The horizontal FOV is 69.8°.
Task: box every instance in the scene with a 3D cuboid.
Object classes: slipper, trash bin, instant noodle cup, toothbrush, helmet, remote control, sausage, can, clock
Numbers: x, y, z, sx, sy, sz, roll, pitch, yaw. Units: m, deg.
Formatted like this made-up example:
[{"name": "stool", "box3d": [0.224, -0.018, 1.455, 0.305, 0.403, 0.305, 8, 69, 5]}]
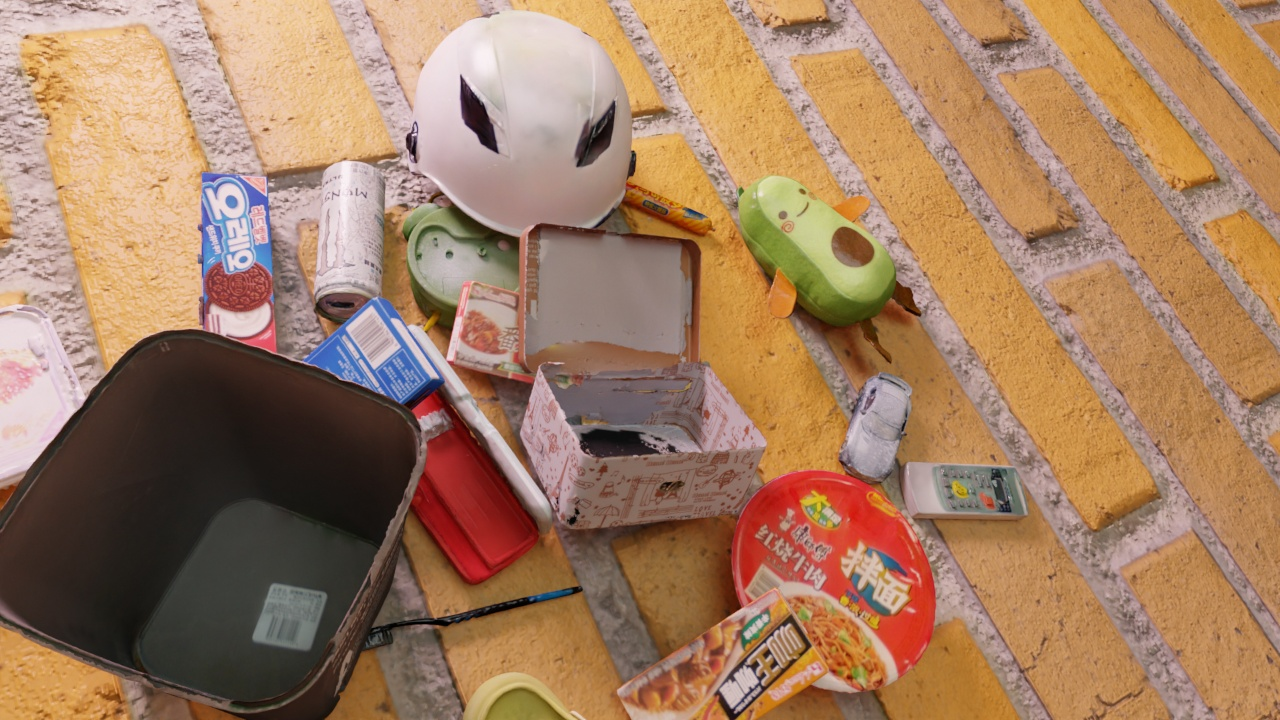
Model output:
[{"name": "slipper", "box3d": [-0.052, 0.305, 0.663, 0.190, 0.082, 0.091, 43, 60, 11]}, {"name": "trash bin", "box3d": [-0.254, 0.132, 0.597, 0.198, 0.220, 0.198, 20, 56, 1]}, {"name": "instant noodle cup", "box3d": [-0.499, 0.049, 0.664, 0.173, 0.060, 0.138, -24, 72, -28]}, {"name": "toothbrush", "box3d": [-0.134, 0.204, 0.731, 0.189, 0.014, 0.016, -7, 65, -23]}, {"name": "helmet", "box3d": [-0.105, -0.247, 0.885, 0.229, 0.146, 0.258, 5, 41, -15]}, {"name": "remote control", "box3d": [0.327, 0.132, 0.928, 0.135, 0.019, 0.056, 5, 61, -17]}, {"name": "sausage", "box3d": [0.006, -0.173, 0.988, 0.165, 0.022, 0.021, 22, 57, -6]}, {"name": "can", "box3d": [-0.263, -0.108, 0.836, 0.058, 0.058, 0.146, 3, 61, -18]}, {"name": "instant noodle cup", "box3d": [0.158, 0.196, 0.806, 0.193, 0.066, 0.193, 9, 59, -15]}, {"name": "clock", "box3d": [-0.164, -0.098, 0.866, 0.116, 0.056, 0.161, -1, 62, -20]}]

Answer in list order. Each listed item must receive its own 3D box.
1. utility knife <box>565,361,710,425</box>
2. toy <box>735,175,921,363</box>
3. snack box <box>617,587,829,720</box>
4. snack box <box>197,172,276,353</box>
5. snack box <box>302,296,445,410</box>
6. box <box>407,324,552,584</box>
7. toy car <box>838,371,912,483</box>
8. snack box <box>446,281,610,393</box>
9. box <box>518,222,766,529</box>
[{"name": "utility knife", "box3d": [-0.009, 0.040, 0.862, 0.194, 0.020, 0.031, -18, 76, -32]}, {"name": "toy", "box3d": [0.198, -0.108, 0.979, 0.247, 0.090, 0.226, 40, 50, 2]}, {"name": "snack box", "box3d": [0.064, 0.251, 0.720, 0.154, 0.026, 0.075, -34, 75, 3]}, {"name": "snack box", "box3d": [-0.345, -0.064, 0.784, 0.058, 0.057, 0.207, -2, 62, -24]}, {"name": "snack box", "box3d": [-0.239, 0.032, 0.731, 0.157, 0.026, 0.084, -39, 77, 8]}, {"name": "box", "box3d": [-0.152, 0.071, 0.747, 0.095, 0.102, 0.201, -30, 74, -31]}, {"name": "toy car", "box3d": [0.240, 0.067, 0.926, 0.054, 0.037, 0.120, 29, 59, -2]}, {"name": "snack box", "box3d": [-0.092, -0.016, 0.823, 0.152, 0.025, 0.075, 15, 85, -29]}, {"name": "box", "box3d": [-0.011, 0.013, 0.801, 0.179, 0.131, 0.272, 1, 62, -29]}]
